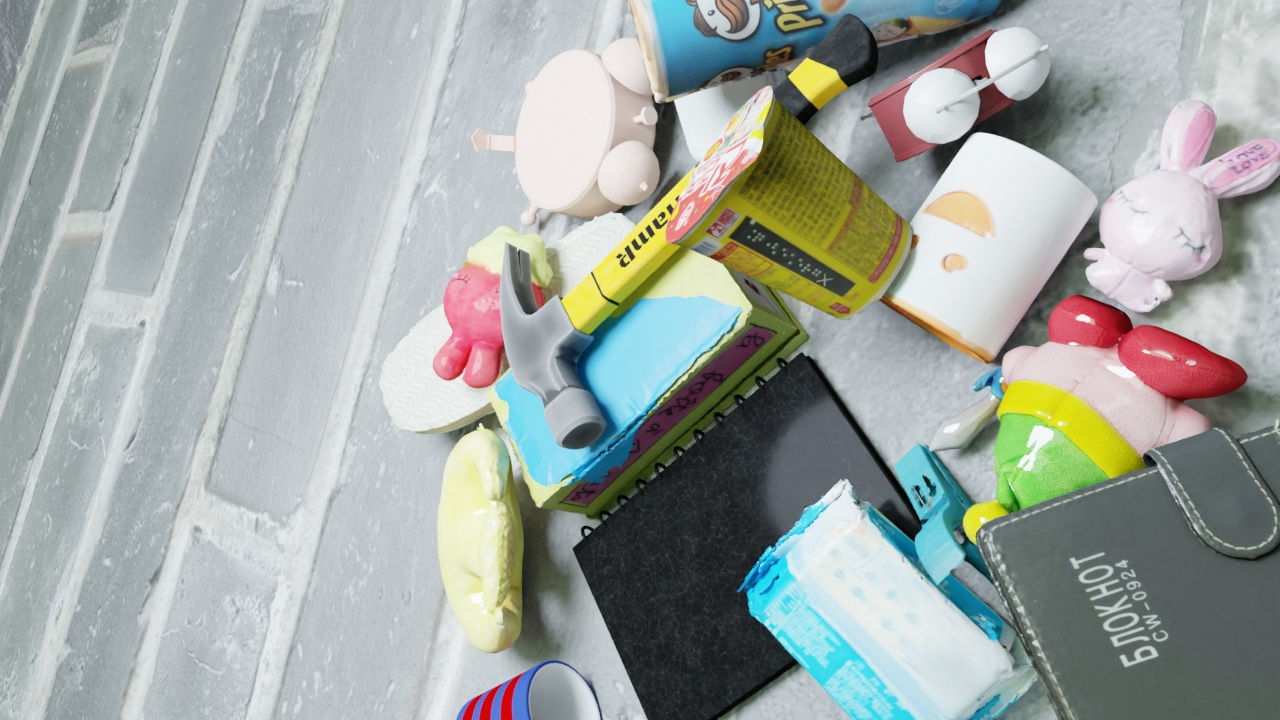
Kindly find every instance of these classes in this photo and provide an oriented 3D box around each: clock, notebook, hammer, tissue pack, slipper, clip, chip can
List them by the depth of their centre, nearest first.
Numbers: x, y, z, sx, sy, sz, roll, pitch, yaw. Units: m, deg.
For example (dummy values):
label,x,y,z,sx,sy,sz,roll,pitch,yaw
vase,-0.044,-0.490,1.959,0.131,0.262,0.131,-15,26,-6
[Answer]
label,x,y,z,sx,sy,sz,roll,pitch,yaw
notebook,0.273,0.109,0.387,0.209,0.029,0.169,-19,64,2
clip,0.169,0.095,0.493,0.120,0.118,0.033,51,117,24
tissue pack,0.133,0.144,0.507,0.144,0.061,0.093,44,108,18
clock,0.185,-0.158,0.543,0.087,0.124,0.044,-31,97,-3
chip can,0.110,-0.230,0.593,0.229,0.080,0.079,-13,64,2
hammer,0.023,-0.098,0.607,0.325,0.034,0.169,-42,54,20
notebook,0.062,0.124,0.613,0.232,0.019,0.169,-43,55,21
clock,-0.054,-0.185,0.748,0.161,0.086,0.131,-1,86,41
slipper,-0.103,-0.026,0.767,0.273,0.054,0.114,-30,64,18

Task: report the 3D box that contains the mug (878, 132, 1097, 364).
label,x,y,z,sx,sy,sz,roll,pitch,yaw
mug,0.192,-0.063,0.523,0.082,0.082,0.105,39,101,39

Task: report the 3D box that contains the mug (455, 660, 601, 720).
label,x,y,z,sx,sy,sz,roll,pitch,yaw
mug,-0.070,0.277,0.645,0.076,0.074,0.112,-34,84,26

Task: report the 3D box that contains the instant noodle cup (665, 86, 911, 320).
label,x,y,z,sx,sy,sz,roll,pitch,yaw
instant noodle cup,0.087,-0.080,0.518,0.100,0.112,0.100,-54,15,22

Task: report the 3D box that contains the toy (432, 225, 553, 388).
label,x,y,z,sx,sy,sz,roll,pitch,yaw
toy,-0.119,-0.042,0.725,0.092,0.045,0.135,21,83,29

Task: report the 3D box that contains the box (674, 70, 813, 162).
label,x,y,z,sx,sy,sz,roll,pitch,yaw
box,0.053,-0.254,0.681,0.118,0.063,0.213,-22,82,34

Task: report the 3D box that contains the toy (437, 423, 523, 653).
label,x,y,z,sx,sy,sz,roll,pitch,yaw
toy,-0.121,0.133,0.702,0.155,0.064,0.170,176,91,-70

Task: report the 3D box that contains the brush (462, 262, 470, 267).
label,x,y,z,sx,sy,sz,roll,pitch,yaw
brush,-0.158,-0.027,0.837,0.048,0.017,0.126,10,83,40

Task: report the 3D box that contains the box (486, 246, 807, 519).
label,x,y,z,sx,sy,sz,roll,pitch,yaw
box,-0.004,0.004,0.668,0.221,0.079,0.124,-46,53,21

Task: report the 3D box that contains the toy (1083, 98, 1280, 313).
label,x,y,z,sx,sy,sz,roll,pitch,yaw
toy,0.280,-0.080,0.482,0.063,0.047,0.110,36,97,31

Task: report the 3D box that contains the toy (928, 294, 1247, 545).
label,x,y,z,sx,sy,sz,roll,pitch,yaw
toy,0.213,0.032,0.473,0.124,0.096,0.131,39,113,44
